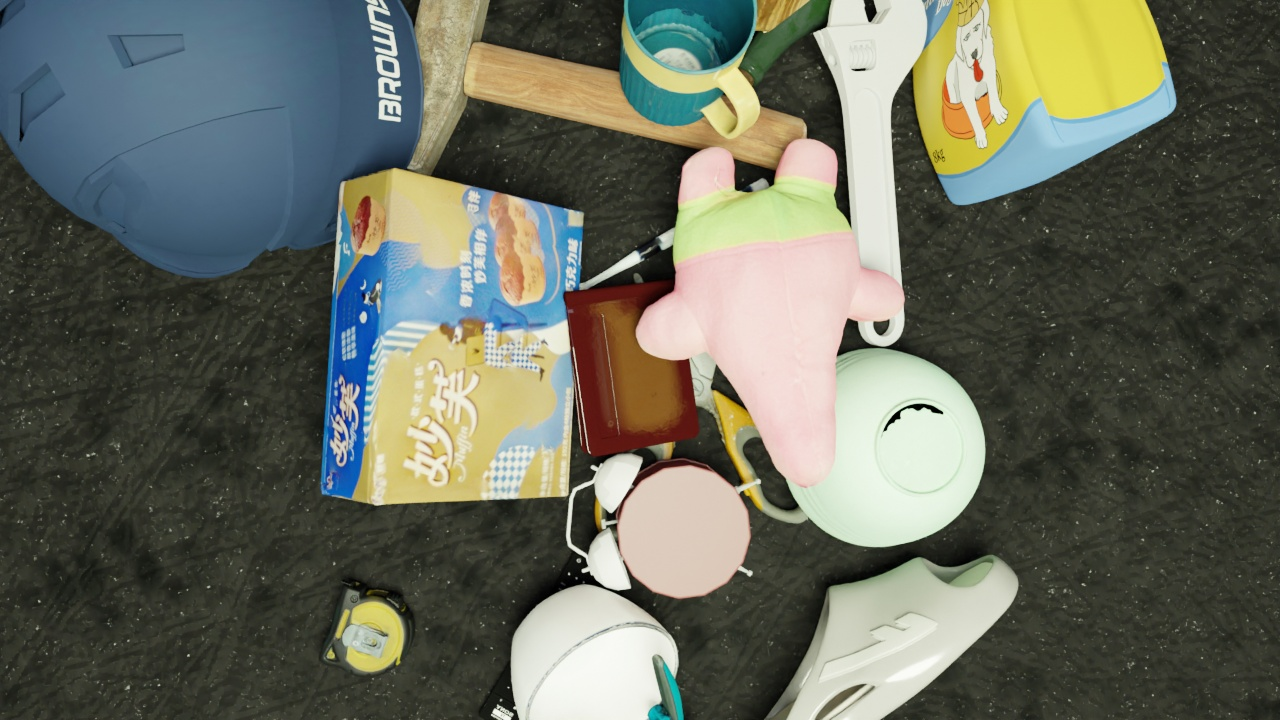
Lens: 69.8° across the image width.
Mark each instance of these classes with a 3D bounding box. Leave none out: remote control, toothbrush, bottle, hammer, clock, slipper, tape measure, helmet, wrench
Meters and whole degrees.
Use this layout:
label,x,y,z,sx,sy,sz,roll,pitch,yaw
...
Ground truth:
label,x,y,z,sx,sy,sz,roll,pitch,yaw
remote control,-0.071,0.209,0.680,0.030,0.009,0.140,31,87,-1
toothbrush,0.016,-0.089,0.691,0.186,0.017,0.012,-30,93,-4
bottle,0.122,-0.269,0.676,0.055,0.055,0.174,37,82,-1
hammer,-0.024,-0.187,0.682,0.301,0.037,0.158,12,87,-2
clock,0.017,0.116,0.650,0.137,0.048,0.096,5,91,-3
slipper,0.142,0.212,0.651,0.266,0.113,0.080,-42,79,2
tape measure,-0.195,0.196,0.662,0.061,0.034,0.061,16,88,-4
helmet,-0.305,-0.173,0.600,0.273,0.222,0.232,-23,87,33
wrench,0.179,-0.148,0.680,0.086,0.018,0.273,-11,100,-20

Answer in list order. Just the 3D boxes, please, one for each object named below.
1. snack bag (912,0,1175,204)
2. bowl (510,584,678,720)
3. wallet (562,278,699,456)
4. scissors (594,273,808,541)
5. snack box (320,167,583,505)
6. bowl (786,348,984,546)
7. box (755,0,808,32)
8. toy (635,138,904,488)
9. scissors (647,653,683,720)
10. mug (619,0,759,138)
label,x,y,z,sx,sy,sz,roll,pitch,yaw
snack bag,0.254,-0.230,0.637,0.102,0.159,0.205,-18,87,-6
bowl,-0.039,0.209,0.636,0.116,0.065,0.116,-15,122,-25
wallet,-0.004,0.004,0.650,0.091,0.018,0.115,-9,97,-21
scissors,0.032,0.045,0.687,0.216,0.016,0.225,-31,89,-4
snack box,-0.122,-0.010,0.615,0.154,0.069,0.202,6,87,-44
bowl,0.184,0.062,0.658,0.151,0.077,0.151,1,85,-10
box,0.123,-0.438,0.520,0.323,0.279,0.284,-39,90,-2
toy,0.093,-0.031,0.623,0.192,0.097,0.236,-8,80,-6
scissors,0.002,0.264,0.635,0.124,0.019,0.154,-15,121,-25
mug,0.036,-0.198,0.613,0.083,0.107,0.113,-37,89,-8
